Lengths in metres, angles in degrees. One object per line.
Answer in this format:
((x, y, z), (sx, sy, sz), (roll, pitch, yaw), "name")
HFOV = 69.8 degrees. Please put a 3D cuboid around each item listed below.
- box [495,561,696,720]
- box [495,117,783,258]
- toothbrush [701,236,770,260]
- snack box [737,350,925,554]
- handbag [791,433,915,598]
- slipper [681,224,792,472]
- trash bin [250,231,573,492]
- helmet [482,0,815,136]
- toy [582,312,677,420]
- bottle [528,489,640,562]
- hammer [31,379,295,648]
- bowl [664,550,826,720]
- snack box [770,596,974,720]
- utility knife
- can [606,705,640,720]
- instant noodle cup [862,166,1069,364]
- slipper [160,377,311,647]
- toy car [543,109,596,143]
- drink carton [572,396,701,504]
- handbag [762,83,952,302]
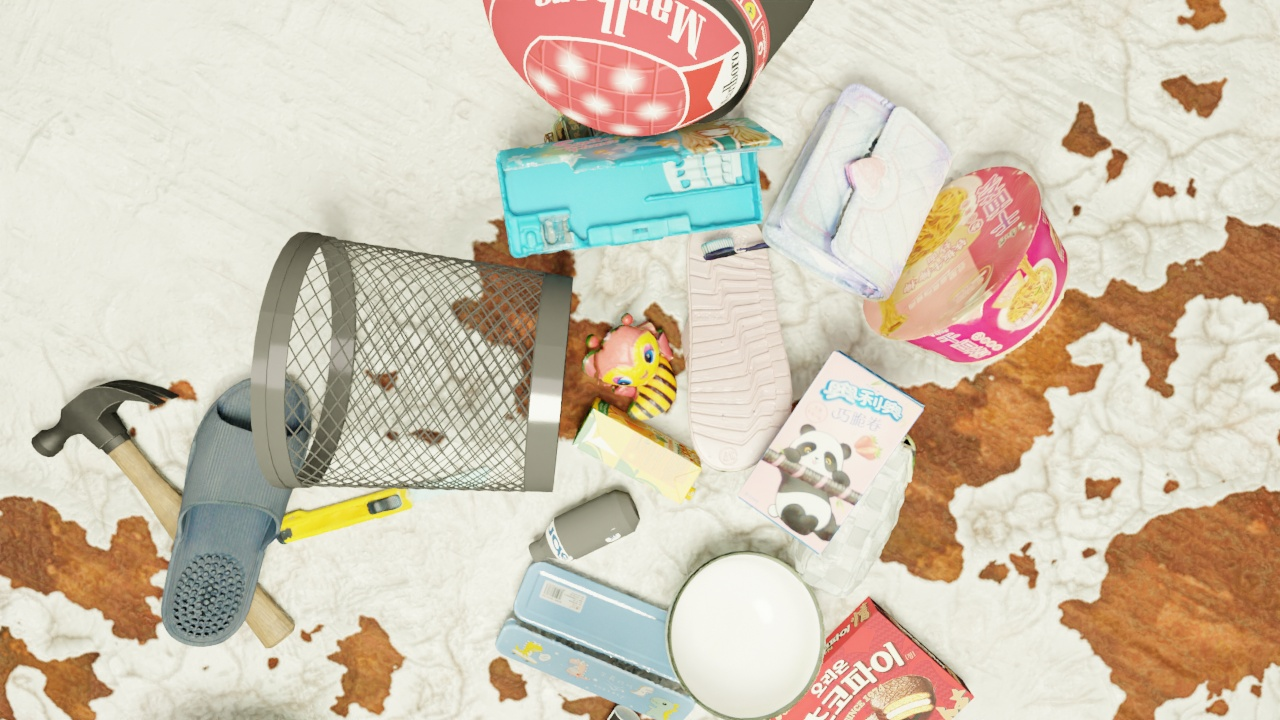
((-0.034, 0.286, 0.908), (0.209, 0.047, 0.122), (23, 99, -3), "box")
((0.000, -0.148, 0.763), (0.226, 0.117, 0.097), (-9, 97, -9), "box")
((0.144, -0.116, 0.838), (0.189, 0.016, 0.017), (-13, 70, -13), "toothbrush")
((0.160, 0.077, 0.779), (0.088, 0.033, 0.154), (35, 102, 13), "snack box")
((0.179, 0.124, 0.850), (0.123, 0.112, 0.171), (21, 99, 8), "handbag")
((0.086, -0.016, 0.853), (0.094, 0.064, 0.239), (-3, 82, -1), "slipper")
((-0.180, 0.010, 0.788), (0.227, 0.217, 0.218), (5, 99, -4), "trash bin")
((0.007, -0.290, 0.724), (0.271, 0.198, 0.224), (13, 70, 2), "helmet")
((-0.005, 0.005, 0.865), (0.084, 0.046, 0.103), (-36, 108, -16), "toy")
((-0.055, 0.164, 0.889), (0.112, 0.047, 0.047), (-26, 97, 5), "bottle")
((-0.446, 0.155, 0.902), (0.132, 0.040, 0.305), (-36, 97, 9), "hammer")
((0.092, 0.260, 0.875), (0.153, 0.073, 0.153), (3, 76, -12), "bowl")
((0.227, 0.338, 0.917), (0.132, 0.035, 0.152), (42, 97, -5), "snack box")
((-0.257, 0.141, 0.907), (0.227, 0.019, 0.030), (-17, 107, 0), "utility knife")
((-0.033, 0.392, 0.931), (0.031, 0.031, 0.080), (30, 98, -4), "can")
((0.287, -0.073, 0.794), (0.077, 0.178, 0.179), (34, 98, -22), "instant noodle cup")
((-0.380, 0.141, 0.848), (0.101, 0.082, 0.263), (17, 87, -19), "slipper")
((-0.064, -0.202, 0.832), (0.047, 0.047, 0.112), (-16, 98, -2), "toy car")
((0.000, 0.086, 0.870), (0.122, 0.058, 0.041), (30, 98, -4), "drink carton")
((0.197, -0.147, 0.807), (0.126, 0.069, 0.158), (29, 77, -6), "handbag")
